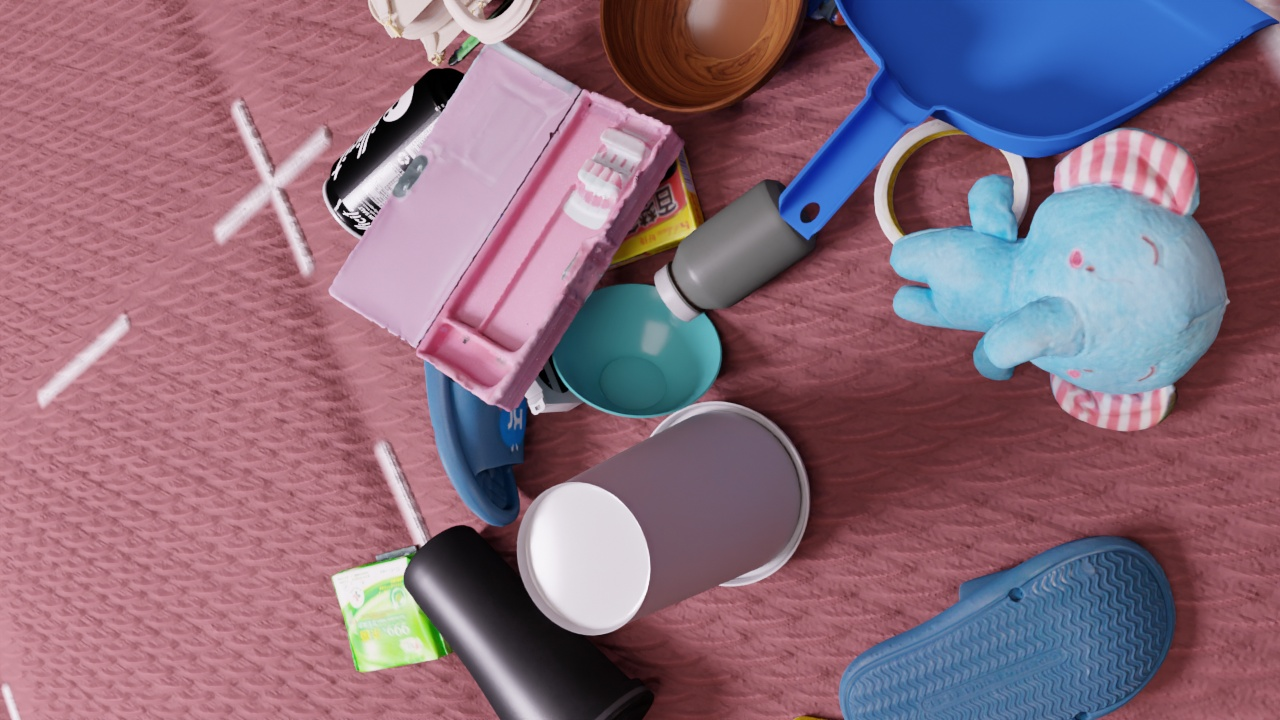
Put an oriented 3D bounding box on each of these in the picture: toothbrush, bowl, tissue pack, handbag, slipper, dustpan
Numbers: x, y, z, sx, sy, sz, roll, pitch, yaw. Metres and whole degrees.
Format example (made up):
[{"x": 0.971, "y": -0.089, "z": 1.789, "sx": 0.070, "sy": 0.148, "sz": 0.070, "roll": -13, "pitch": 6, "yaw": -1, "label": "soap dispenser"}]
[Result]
[{"x": -0.090, "y": -0.296, "z": 0.733, "sx": 0.188, "sy": 0.017, "sz": 0.014, "roll": -33, "pitch": 74, "yaw": 28, "label": "toothbrush"}, {"x": -0.004, "y": 0.004, "z": 0.672, "sx": 0.121, "sy": 0.120, "sz": 0.046, "roll": 36, "pitch": 148, "yaw": 21, "label": "bowl"}, {"x": -0.219, "y": 0.222, "z": 0.817, "sx": 0.114, "sy": 0.034, "sz": 0.099, "roll": -19, "pitch": 86, "yaw": 29, "label": "tissue pack"}, {"x": -0.126, "y": -0.312, "z": 0.682, "sx": 0.195, "sy": 0.101, "sz": 0.197, "roll": -34, "pitch": 64, "yaw": 23, "label": "handbag"}, {"x": 0.052, "y": -0.239, "z": 0.629, "sx": 0.147, "sy": 0.068, "sz": 0.147, "roll": 2, "pitch": 94, "yaw": 28, "label": "bowl"}, {"x": 0.227, "y": 0.185, "z": 0.573, "sx": 0.214, "sy": 0.059, "sz": 0.104, "roll": -32, "pitch": 88, "yaw": 13, "label": "slipper"}, {"x": -0.126, "y": 0.026, "z": 0.720, "sx": 0.059, "sy": 0.103, "sz": 0.213, "roll": -13, "pitch": 89, "yaw": 15, "label": "slipper"}, {"x": 0.183, "y": -0.176, "z": 0.553, "sx": 0.245, "sy": 0.059, "sz": 0.258, "roll": 45, "pitch": 103, "yaw": 18, "label": "dustpan"}]

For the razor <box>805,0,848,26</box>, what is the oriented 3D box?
[{"x": 0.164, "y": -0.206, "z": 0.603, "sx": 0.044, "sy": 0.018, "sz": 0.141, "roll": -47, "pitch": 74, "yaw": 11, "label": "razor"}]

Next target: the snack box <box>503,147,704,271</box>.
[{"x": -0.030, "y": -0.108, "z": 0.699, "sx": 0.152, "sy": 0.025, "sz": 0.075, "roll": -17, "pitch": 85, "yaw": 23, "label": "snack box"}]

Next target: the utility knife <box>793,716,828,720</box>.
[{"x": 0.190, "y": 0.266, "z": 0.618, "sx": 0.187, "sy": 0.020, "sz": 0.029, "roll": -3, "pitch": 93, "yaw": 26, "label": "utility knife"}]

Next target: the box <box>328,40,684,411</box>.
[{"x": -0.097, "y": -0.100, "z": 0.667, "sx": 0.180, "sy": 0.050, "sz": 0.232, "roll": 33, "pitch": 88, "yaw": 20, "label": "box"}]

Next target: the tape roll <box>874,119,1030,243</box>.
[{"x": 0.199, "y": -0.108, "z": 0.590, "sx": 0.094, "sy": 0.019, "sz": 0.094, "roll": 2, "pitch": 94, "yaw": 27, "label": "tape roll"}]

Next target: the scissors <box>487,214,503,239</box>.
[{"x": -0.116, "y": -0.097, "z": 0.755, "sx": 0.133, "sy": 0.020, "sz": 0.097, "roll": -45, "pitch": 78, "yaw": 22, "label": "scissors"}]

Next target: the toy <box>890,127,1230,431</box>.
[{"x": 0.230, "y": -0.037, "z": 0.524, "sx": 0.181, "sy": 0.114, "sz": 0.183, "roll": 5, "pitch": 126, "yaw": 29, "label": "toy"}]

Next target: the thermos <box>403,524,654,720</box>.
[{"x": -0.094, "y": 0.228, "z": 0.719, "sx": 0.218, "sy": 0.105, "sz": 0.106, "roll": 41, "pitch": 110, "yaw": 24, "label": "thermos"}]

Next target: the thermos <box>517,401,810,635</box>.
[{"x": 0.019, "y": 0.099, "z": 0.581, "sx": 0.132, "sy": 0.221, "sz": 0.131, "roll": 2, "pitch": 94, "yaw": 27, "label": "thermos"}]

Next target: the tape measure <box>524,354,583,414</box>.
[{"x": -0.075, "y": 0.011, "z": 0.713, "sx": 0.017, "sy": 0.064, "sz": 0.065, "roll": -31, "pitch": 75, "yaw": 25, "label": "tape measure"}]

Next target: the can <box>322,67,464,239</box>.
[{"x": -0.185, "y": -0.165, "z": 0.749, "sx": 0.146, "sy": 0.080, "sz": 0.080, "roll": -34, "pitch": 78, "yaw": 24, "label": "can"}]

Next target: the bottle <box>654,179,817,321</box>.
[{"x": 0.064, "y": -0.074, "z": 0.638, "sx": 0.109, "sy": 0.060, "sz": 0.060, "roll": -34, "pitch": 78, "yaw": 24, "label": "bottle"}]
